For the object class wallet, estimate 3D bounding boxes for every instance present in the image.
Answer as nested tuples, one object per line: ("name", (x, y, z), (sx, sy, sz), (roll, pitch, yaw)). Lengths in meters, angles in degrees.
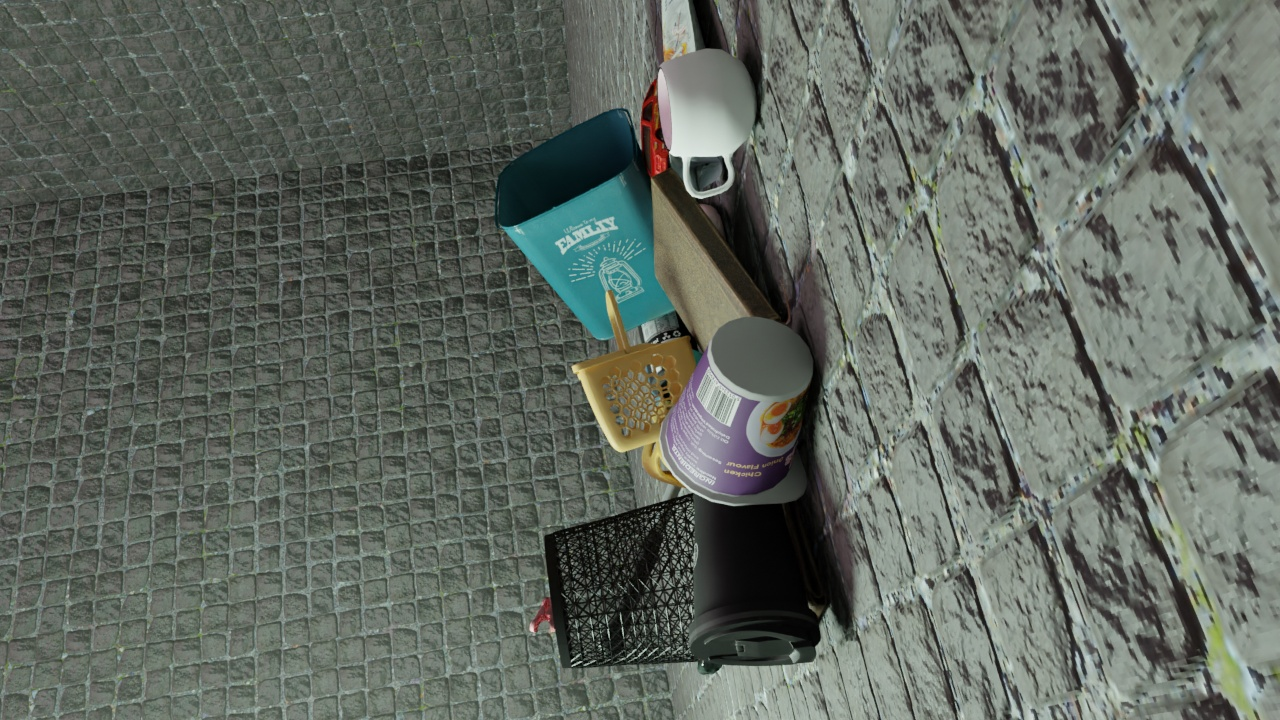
("wallet", (0.139, 0.187, 0.842), (0.099, 0.027, 0.121), (96, 167, -53))

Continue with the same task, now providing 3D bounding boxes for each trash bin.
("trash bin", (0.013, 0.279, 1.144), (0.217, 0.243, 0.217), (170, 92, -85))
("trash bin", (-0.048, -0.167, 1.190), (0.219, 0.197, 0.198), (57, -164, -35))

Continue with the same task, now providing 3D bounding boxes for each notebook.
("notebook", (0.068, -0.075, 0.861), (0.190, 0.034, 0.215), (87, 157, -55))

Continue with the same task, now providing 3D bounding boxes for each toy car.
("toy car", (0.028, -0.254, 1.058), (0.189, 0.056, 0.082), (-89, -4, -46))

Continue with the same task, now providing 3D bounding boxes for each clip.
("clip", (-0.116, 0.323, 1.158), (0.058, 0.050, 0.023), (-37, -48, -47))

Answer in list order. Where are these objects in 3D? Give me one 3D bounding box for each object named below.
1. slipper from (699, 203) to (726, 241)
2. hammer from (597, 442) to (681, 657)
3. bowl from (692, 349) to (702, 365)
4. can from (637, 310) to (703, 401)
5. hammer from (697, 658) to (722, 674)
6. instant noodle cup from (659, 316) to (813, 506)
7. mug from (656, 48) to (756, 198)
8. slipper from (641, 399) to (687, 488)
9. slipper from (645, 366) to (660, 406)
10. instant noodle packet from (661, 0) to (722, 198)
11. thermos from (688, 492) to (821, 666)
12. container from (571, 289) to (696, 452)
("slipper", (0.059, -0.125, 1.033), (0.221, 0.055, 0.107), (-114, 15, -71))
("hammer", (0.016, 0.263, 1.281), (0.125, 0.030, 0.310), (38, -114, -37))
("bowl", (0.080, 0.037, 1.105), (0.121, 0.046, 0.121), (170, 92, -85))
("can", (0.042, -0.022, 1.238), (0.080, 0.080, 0.145), (89, 171, -54))
("hammer", (0.076, 0.141, 0.914), (0.133, 0.033, 0.332), (101, 176, -55))
("instant noodle cup", (0.091, 0.038, 0.749), (0.137, 0.121, 0.122), (33, 142, 17))
("mug", (0.059, -0.202, 0.786), (0.090, 0.076, 0.124), (-112, 14, -69))
("slipper", (0.054, 0.122, 1.181), (0.263, 0.099, 0.078), (-101, 32, -75))
("slipper", (0.053, 0.059, 1.403), (0.214, 0.059, 0.103), (68, 179, -56))
("instant noodle packet", (0.042, -0.309, 0.948), (0.147, 0.057, 0.268), (86, 177, -61))
("thermos", (0.087, 0.151, 0.796), (0.106, 0.106, 0.218), (88, 178, -54))
("container", (-0.006, 0.006, 1.002), (0.183, 0.129, 0.167), (109, 143, -86))
